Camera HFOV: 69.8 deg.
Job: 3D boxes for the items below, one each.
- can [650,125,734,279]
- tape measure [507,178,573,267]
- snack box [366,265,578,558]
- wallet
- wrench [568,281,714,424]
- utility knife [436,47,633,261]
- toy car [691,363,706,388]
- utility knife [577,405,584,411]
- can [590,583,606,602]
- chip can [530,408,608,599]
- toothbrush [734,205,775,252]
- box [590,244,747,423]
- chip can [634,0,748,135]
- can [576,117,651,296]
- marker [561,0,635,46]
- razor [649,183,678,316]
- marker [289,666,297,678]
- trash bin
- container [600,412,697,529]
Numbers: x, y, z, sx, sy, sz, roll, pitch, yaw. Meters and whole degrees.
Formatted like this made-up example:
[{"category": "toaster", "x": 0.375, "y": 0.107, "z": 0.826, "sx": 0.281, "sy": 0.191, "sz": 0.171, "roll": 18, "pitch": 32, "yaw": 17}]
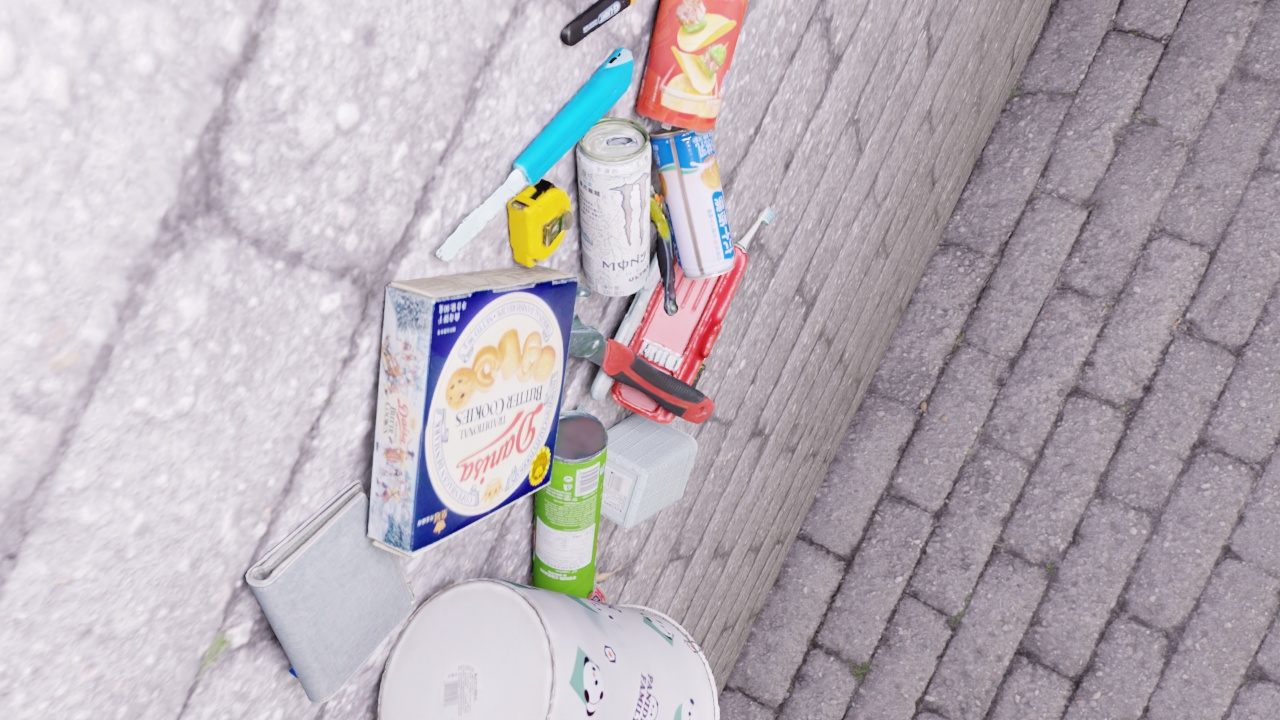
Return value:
[{"category": "can", "x": 0.049, "y": -0.143, "z": 0.826, "sx": 0.053, "sy": 0.053, "sz": 0.135, "roll": -39, "pitch": 121, "yaw": -49}, {"category": "tape measure", "x": -0.073, "y": -0.103, "z": 0.689, "sx": 0.057, "sy": 0.029, "sz": 0.060, "roll": -48, "pitch": 154, "yaw": -38}, {"category": "snack box", "x": -0.118, "y": 0.028, "z": 0.672, "sx": 0.177, "sy": 0.046, "sz": 0.183, "roll": -20, "pitch": 122, "yaw": -62}, {"category": "wallet", "x": -0.212, "y": 0.160, "z": 0.644, "sx": 0.106, "sy": 0.037, "sz": 0.130, "roll": -47, "pitch": 142, "yaw": -41}, {"category": "wrench", "x": -0.005, "y": 0.005, "z": 0.864, "sx": 0.056, "sy": 0.016, "sz": 0.273, "roll": -48, "pitch": 138, "yaw": 4}, {"category": "utility knife", "x": -0.071, "y": -0.148, "z": 0.656, "sx": 0.233, "sy": 0.018, "sz": 0.034, "roll": -54, "pitch": 159, "yaw": -29}, {"category": "toy car", "x": 0.056, "y": 0.029, "z": 1.149, "sx": 0.105, "sy": 0.032, "sz": 0.048, "roll": -37, "pitch": 148, "yaw": -72}, {"category": "utility knife", "x": -0.076, "y": 0.123, "z": 0.972, "sx": 0.030, "sy": 0.021, "sz": 0.202, "roll": -48, "pitch": 150, "yaw": -51}, {"category": "can", "x": -0.089, "y": 0.295, "z": 1.056, "sx": 0.093, "sy": 0.066, "sz": 0.067, "roll": -51, "pitch": 156, "yaw": -30}, {"category": "chip can", "x": -0.073, "y": 0.158, "z": 0.928, "sx": 0.072, "sy": 0.072, "sz": 0.237, "roll": -44, "pitch": 151, "yaw": -43}, {"category": "toothbrush", "x": 0.102, "y": -0.110, "z": 1.106, "sx": 0.224, "sy": 0.027, "sz": 0.027, "roll": -55, "pitch": -163, "yaw": -25}, {"category": "box", "x": 0.029, "y": -0.039, "z": 0.914, "sx": 0.201, "sy": 0.110, "sz": 0.100, "roll": -65, "pitch": -172, "yaw": 3}, {"category": "chip can", "x": 0.052, "y": -0.291, "z": 0.715, "sx": 0.073, "sy": 0.073, "sz": 0.217, "roll": -33, "pitch": 143, "yaw": -54}, {"category": "can", "x": -0.021, "y": -0.122, "z": 0.751, "sx": 0.058, "sy": 0.058, "sz": 0.147, "roll": -50, "pitch": 155, "yaw": -34}, {"category": "marker", "x": -0.017, "y": -0.259, "z": 0.664, "sx": 0.123, "sy": 0.015, "sz": 0.018, "roll": -48, "pitch": 150, "yaw": -32}, {"category": "razor", "x": 0.018, "y": -0.101, "z": 0.795, "sx": 0.043, "sy": 0.022, "sz": 0.142, "roll": 84, "pitch": -4, "yaw": -63}, {"category": "marker", "x": -0.212, "y": 0.174, "z": 0.693, "sx": 0.145, "sy": 0.017, "sz": 0.017, "roll": -55, "pitch": 157, "yaw": -23}, {"category": "trash bin", "x": -0.083, "y": 0.314, "z": 0.837, "sx": 0.252, "sy": 0.230, "sz": 0.229, "roll": 40, "pitch": 76, "yaw": -51}, {"category": "container", "x": -0.008, "y": 0.124, "z": 1.028, "sx": 0.111, "sy": 0.090, "sz": 0.090, "roll": -24, "pitch": 136, "yaw": -55}]
